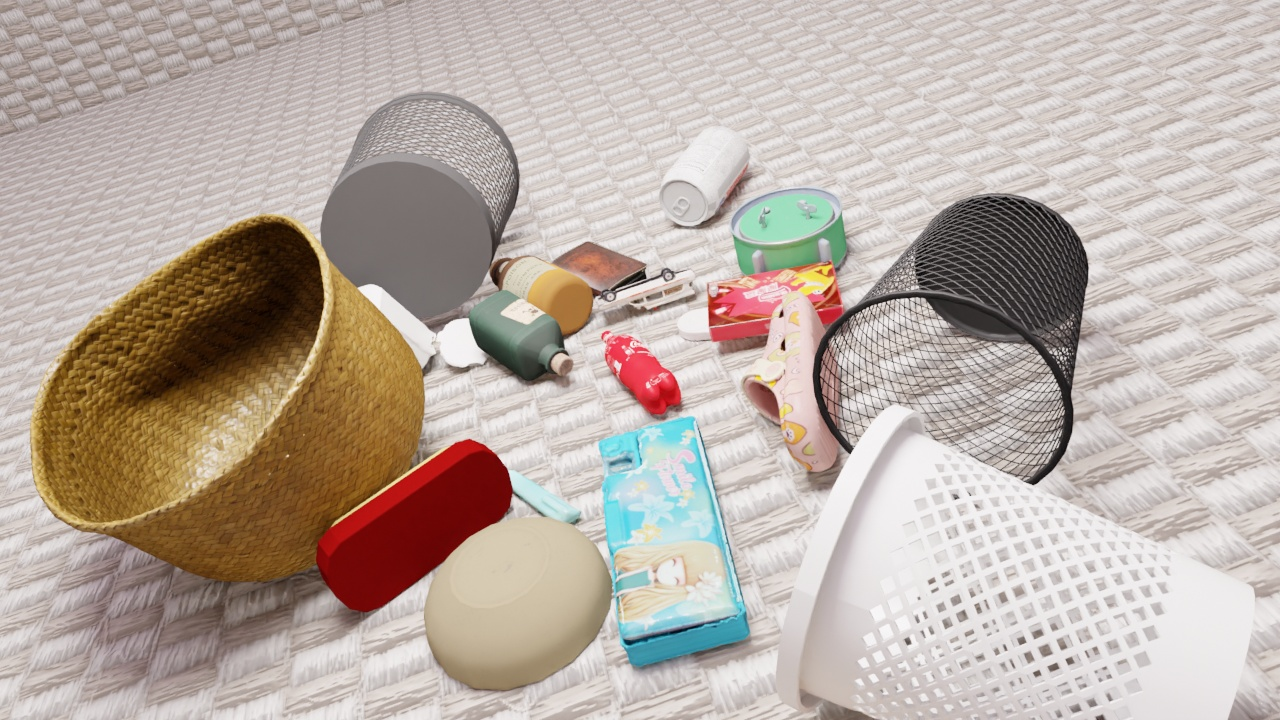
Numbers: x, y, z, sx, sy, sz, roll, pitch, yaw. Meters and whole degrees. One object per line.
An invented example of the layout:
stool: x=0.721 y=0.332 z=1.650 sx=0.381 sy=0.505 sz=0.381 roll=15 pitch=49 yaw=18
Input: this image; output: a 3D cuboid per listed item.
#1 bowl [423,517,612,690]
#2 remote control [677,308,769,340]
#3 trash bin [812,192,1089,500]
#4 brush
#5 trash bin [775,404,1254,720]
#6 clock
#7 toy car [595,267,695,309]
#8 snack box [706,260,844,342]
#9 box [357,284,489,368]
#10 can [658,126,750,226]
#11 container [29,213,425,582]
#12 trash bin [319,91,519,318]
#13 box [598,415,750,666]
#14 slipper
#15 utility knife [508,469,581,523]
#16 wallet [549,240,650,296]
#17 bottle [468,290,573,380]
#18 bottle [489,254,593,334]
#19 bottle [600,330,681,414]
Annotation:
bowl: x=-0.102 y=0.176 z=0.717 sx=0.152 sy=0.050 sz=0.152 roll=-12 pitch=36 yaw=8
remote control: x=0.105 y=-0.041 z=0.953 sx=0.137 sy=0.013 sz=0.043 roll=-4 pitch=38 yaw=19
trash bin: x=0.264 y=-0.025 z=0.734 sx=0.184 sy=0.184 sz=0.209 roll=8 pitch=37 yaw=31
brush: x=-0.193 y=0.135 z=0.783 sx=0.173 sy=0.082 sz=0.042 roll=-35 pitch=39 yaw=-23
trash bin: x=0.211 y=0.149 z=0.523 sx=0.200 sy=0.196 sz=0.194 roll=20 pitch=49 yaw=28
clock: x=0.163 y=-0.152 z=1.024 sx=0.122 sy=0.075 sz=0.161 roll=-10 pitch=35 yaw=11
toy car: x=0.007 y=-0.074 z=1.018 sx=0.113 sy=0.039 sz=0.039 roll=-20 pitch=12 yaw=-1
snack box: x=0.135 y=-0.060 z=0.934 sx=0.133 sy=0.021 sz=0.089 roll=-9 pitch=36 yaw=9
box: x=-0.251 y=-0.031 z=1.017 sx=0.142 sy=0.140 sz=0.083 roll=-25 pitch=48 yaw=16
can: x=0.081 y=-0.235 z=1.166 sx=0.078 sy=0.078 sz=0.135 roll=6 pitch=42 yaw=29
container: x=-0.350 y=0.047 z=0.828 sx=0.307 sy=0.196 sz=0.306 roll=-13 pitch=51 yaw=17
trash bin: x=-0.263 y=-0.186 z=1.108 sx=0.218 sy=0.218 sz=0.227 roll=-14 pitch=30 yaw=5
box: x=0.019 y=0.132 z=0.734 sx=0.094 sy=0.041 sz=0.226 roll=-15 pitch=36 yaw=3
slipper: x=0.126 y=0.018 z=0.806 sx=0.082 sy=0.093 sz=0.196 roll=-17 pitch=35 yaw=20
utility knife: x=-0.099 y=0.117 z=0.827 sx=0.022 sy=0.015 sz=0.126 roll=-36 pitch=38 yaw=-27
wallet: x=-0.052 y=-0.108 z=1.103 sx=0.072 sy=0.019 sz=0.123 roll=-37 pitch=40 yaw=-25
bottle: x=-0.120 y=-0.020 z=0.974 sx=0.061 sy=0.061 sz=0.131 roll=-36 pitch=46 yaw=-27
bottle: x=-0.125 y=-0.085 z=1.062 sx=0.067 sy=0.068 sz=0.157 roll=-35 pitch=39 yaw=-23
bottle: x=-0.005 y=0.005 z=0.913 sx=0.042 sy=0.042 sz=0.141 roll=-27 pitch=36 yaw=-13
